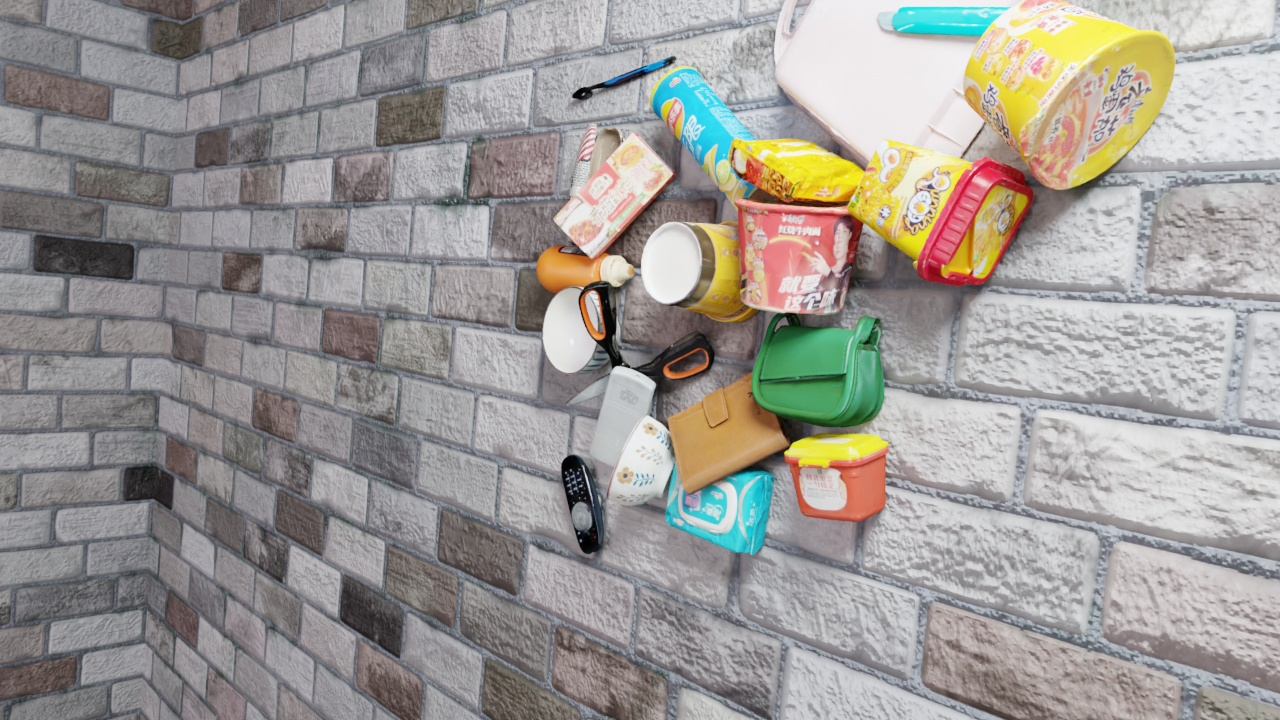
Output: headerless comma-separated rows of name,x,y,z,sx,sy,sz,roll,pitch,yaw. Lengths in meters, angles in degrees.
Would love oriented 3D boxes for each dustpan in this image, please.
dustpan,0.258,-0.326,0.942,0.273,0.138,0.223,38,116,8

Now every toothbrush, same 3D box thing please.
toothbrush,-0.023,-0.376,1.225,0.190,0.016,0.014,-5,76,42

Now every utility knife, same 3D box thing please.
utility knife,0.301,-0.313,0.843,0.166,0.013,0.029,10,106,23

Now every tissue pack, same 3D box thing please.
tissue pack,0.093,0.163,1.061,0.134,0.050,0.093,12,96,44

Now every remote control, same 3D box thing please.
remote control,-0.024,0.075,1.162,0.058,0.021,0.150,24,126,9
remote control,-0.076,0.194,1.249,0.053,0.024,0.136,-28,71,39

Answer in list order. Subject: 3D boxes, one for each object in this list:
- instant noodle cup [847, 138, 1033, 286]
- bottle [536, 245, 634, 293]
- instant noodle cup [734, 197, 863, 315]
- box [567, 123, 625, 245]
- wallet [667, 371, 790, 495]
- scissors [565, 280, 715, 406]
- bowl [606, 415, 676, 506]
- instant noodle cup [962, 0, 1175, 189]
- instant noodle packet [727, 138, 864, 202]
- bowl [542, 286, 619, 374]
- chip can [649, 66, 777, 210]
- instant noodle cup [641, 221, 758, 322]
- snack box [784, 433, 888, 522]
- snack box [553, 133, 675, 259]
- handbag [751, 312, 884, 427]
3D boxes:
instant noodle cup,0.270,-0.142,0.845,0.124,0.115,0.116,40,116,38
bottle,-0.070,-0.121,1.230,0.150,0.066,0.067,6,93,37
instant noodle cup,0.163,-0.109,0.949,0.138,0.137,0.109,17,109,44
box,-0.075,-0.233,1.222,0.075,0.082,0.163,25,109,49
wallet,0.097,0.080,1.038,0.132,0.031,0.107,-29,49,20
scissors,-0.010,0.003,1.143,0.221,0.021,0.234,-8,113,24
bowl,0.010,0.130,1.119,0.062,0.113,0.114,23,107,10
instant noodle cup,0.348,-0.231,0.766,0.138,0.137,0.109,-57,45,27
instant noodle packet,0.165,-0.195,0.945,0.111,0.128,0.044,46,131,38
bowl,-0.070,-0.039,1.220,0.117,0.066,0.116,-3,86,46
chip can,0.091,-0.250,1.062,0.071,0.071,0.210,-52,55,30
instant noodle cup,0.073,-0.105,1.046,0.119,0.114,0.118,-1,89,45
snack box,0.201,0.119,0.936,0.091,0.081,0.080,-2,97,46
snack box,-0.034,-0.208,1.168,0.153,0.025,0.075,-44,86,15
handbag,0.189,0.008,0.965,0.131,0.068,0.120,8,87,46
